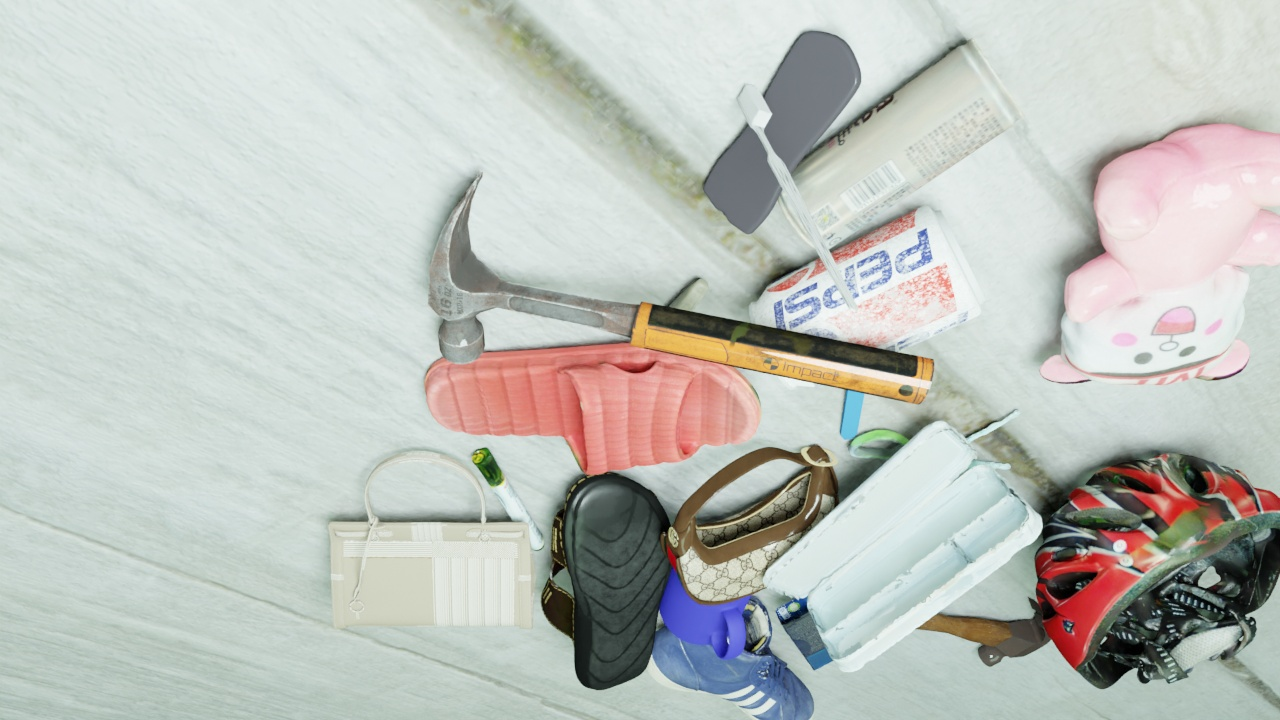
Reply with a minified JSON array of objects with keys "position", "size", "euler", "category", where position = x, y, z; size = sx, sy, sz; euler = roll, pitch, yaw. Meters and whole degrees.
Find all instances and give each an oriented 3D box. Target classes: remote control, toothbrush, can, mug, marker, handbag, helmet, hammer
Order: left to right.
[{"position":[-0.179,0.150,0.785],"size":[0.175,0.062,0.198],"euler":[1,129,-5],"category":"handbag"},{"position":[-0.111,0.123,0.789],"size":[0.017,0.017,0.146],"euler":[-13,137,7],"category":"marker"},{"position":[0.021,-0.028,0.563],"size":[0.314,0.034,0.138],"euler":[12,135,7],"category":"hammer"},{"position":[0.068,0.223,0.852],"size":[0.079,0.111,0.084],"euler":[-7,139,-18],"category":"mug"},{"position":[0.099,0.133,0.779],"size":[0.166,0.063,0.139],"euler":[-17,133,-16],"category":"handbag"},{"position":[0.080,-0.130,0.526],"size":[0.009,0.046,0.125],"euler":[-23,155,-47],"category":"remote control"},{"position":[0.078,-0.089,0.463],"size":[0.010,0.181,0.010],"euler":[9,132,-24],"category":"toothbrush"},{"position":[0.168,0.011,0.711],"size":[0.016,0.014,0.167],"euler":[-7,142,0],"category":"toothbrush"},{"position":[0.147,-0.038,0.604],"size":[0.136,0.078,0.078],"euler":[-26,134,20],"category":"can"},{"position":[0.146,-0.121,0.532],"size":[0.136,0.054,0.054],"euler":[-35,131,26],"category":"can"},{"position":[0.320,0.288,1.016],"size":[0.322,0.033,0.116],"euler":[16,135,-22],"category":"hammer"},{"position":[0.454,0.181,0.814],"size":[0.217,0.166,0.272],"euler":[-28,142,1],"category":"helmet"}]

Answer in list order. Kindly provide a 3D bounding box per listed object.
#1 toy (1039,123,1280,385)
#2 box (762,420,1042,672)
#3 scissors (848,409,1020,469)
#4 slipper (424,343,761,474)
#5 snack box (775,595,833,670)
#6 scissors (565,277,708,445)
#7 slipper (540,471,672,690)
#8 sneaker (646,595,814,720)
[{"position":[0.348,-0.054,0.611],"size":[0.142,0.084,0.213],"euler":[-12,136,9],"category":"toy"},{"position":[0.197,0.140,0.757],"size":[0.216,0.106,0.124],"euler":[-41,111,10],"category":"box"},{"position":[0.251,0.089,0.808],"size":[0.171,0.023,0.168],"euler":[10,130,-19],"category":"scissors"},{"position":[-0.036,0.040,0.661],"size":[0.249,0.059,0.104],"euler":[3,136,1],"category":"slipper"},{"position":[0.222,0.252,0.935],"size":[0.150,0.027,0.082],"euler":[-29,120,8],"category":"snack box"},{"position":[0.009,0.006,0.681],"size":[0.187,0.015,0.180],"euler":[-1,139,-6],"category":"scissors"},{"position":[-0.033,0.199,0.843],"size":[0.112,0.075,0.268],"euler":[-14,128,-19],"category":"slipper"},{"position":[0.130,0.316,0.984],"size":[0.233,0.091,0.119],"euler":[27,125,-21],"category":"sneaker"}]
